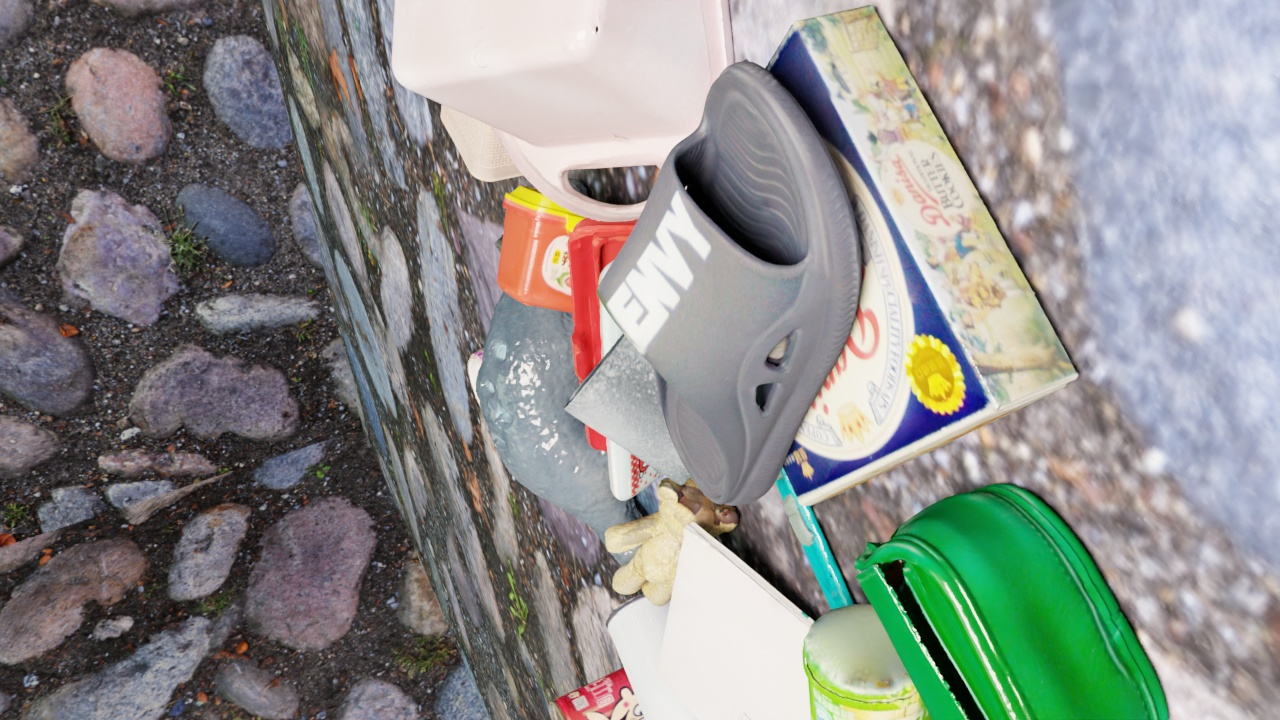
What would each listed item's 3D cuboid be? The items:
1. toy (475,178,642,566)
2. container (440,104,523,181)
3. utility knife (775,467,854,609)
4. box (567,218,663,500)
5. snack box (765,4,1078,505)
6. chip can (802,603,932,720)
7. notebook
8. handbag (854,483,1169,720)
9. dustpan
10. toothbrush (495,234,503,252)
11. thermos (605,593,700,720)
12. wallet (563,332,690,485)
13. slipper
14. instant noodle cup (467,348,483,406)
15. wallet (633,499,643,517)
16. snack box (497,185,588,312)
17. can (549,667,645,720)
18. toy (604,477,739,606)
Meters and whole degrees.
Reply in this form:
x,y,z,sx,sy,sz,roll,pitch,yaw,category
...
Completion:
x,y,z,sx,sy,sz,roll,pitch,yaw,category
-0.062,0.037,0.765,0.091,0.138,0.356,-107,2,-79,toy
-0.094,-0.211,0.689,0.090,0.089,0.111,60,152,27,container
0.111,0.122,0.569,0.161,0.013,0.029,67,159,11,utility knife
-0.002,0.006,0.634,0.091,0.094,0.202,-84,-7,-53,box
0.092,-0.037,0.442,0.182,0.045,0.178,66,158,13,snack box
0.135,0.244,0.532,0.072,0.072,0.221,35,139,56,chip can
0.076,0.228,0.670,0.150,0.012,0.210,37,140,28,notebook
0.155,0.128,0.412,0.131,0.068,0.120,65,165,12,handbag
-0.040,-0.230,0.542,0.223,0.138,0.273,10,92,41,dustpan
-0.103,-0.070,0.915,0.189,0.016,0.014,52,157,36,toothbrush
0.042,0.312,0.786,0.073,0.073,0.224,97,153,-47,thermos
0.020,0.020,0.574,0.097,0.019,0.121,33,129,-10,wallet
0.031,-0.007,0.444,0.110,0.083,0.269,55,156,33,slipper
-0.100,0.016,0.857,0.111,0.099,0.112,48,150,39,instant noodle cup
-0.018,0.156,0.888,0.115,0.024,0.087,50,149,44,wallet
-0.058,-0.079,0.676,0.082,0.091,0.080,35,113,58,snack box
-0.015,0.318,0.862,0.053,0.132,0.053,49,149,44,can
0.023,0.146,0.717,0.158,0.105,0.066,116,176,-45,toy
